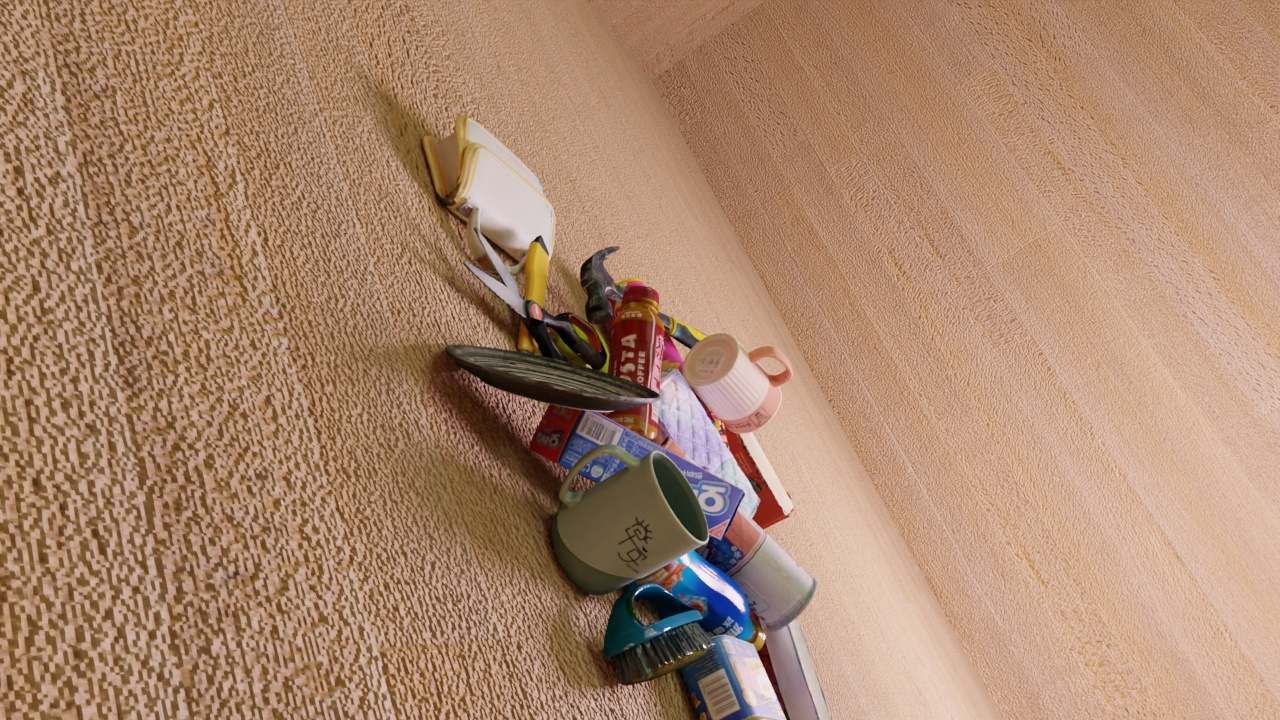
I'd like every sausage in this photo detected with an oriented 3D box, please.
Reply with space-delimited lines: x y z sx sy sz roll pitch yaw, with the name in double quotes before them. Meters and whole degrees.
"sausage" 0.132 0.320 1.009 0.020 0.020 0.155 45 20 -41

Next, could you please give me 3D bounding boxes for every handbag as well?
"handbag" -0.148 -0.157 0.975 0.163 0.063 0.178 36 31 -53
"handbag" 0.052 0.112 1.042 0.194 0.076 0.134 60 28 -3

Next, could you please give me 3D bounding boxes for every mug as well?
"mug" -0.019 0.123 0.735 0.112 0.106 0.082 55 16 -14
"mug" 0.123 0.021 1.106 0.106 0.115 0.081 45 28 -39

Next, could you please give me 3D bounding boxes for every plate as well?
"plate" 0.167 0.328 1.028 0.265 0.034 0.162 -103 169 -52
"plate" -0.073 0.018 0.748 0.179 0.024 0.179 13 5 -1

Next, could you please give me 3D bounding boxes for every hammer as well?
"hammer" 0.048 -0.040 1.146 0.323 0.032 0.126 29 39 -38

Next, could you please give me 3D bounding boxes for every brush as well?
"brush" 0.011 0.218 0.745 0.073 0.055 0.143 64 16 17

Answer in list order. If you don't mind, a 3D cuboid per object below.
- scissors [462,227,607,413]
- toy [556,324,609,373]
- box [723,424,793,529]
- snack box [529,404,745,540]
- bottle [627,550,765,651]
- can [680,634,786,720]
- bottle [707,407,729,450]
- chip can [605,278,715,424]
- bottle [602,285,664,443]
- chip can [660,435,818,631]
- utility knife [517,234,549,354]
"scissors" -0.093 -0.026 0.892 0.226 0.022 0.197 16 60 -61
"toy" -0.062 -0.015 1.018 0.097 0.031 0.100 56 18 -19
"box" 0.156 0.154 1.304 0.168 0.077 0.091 61 16 6
"snack box" 0.002 0.099 0.825 0.207 0.057 0.058 30 -8 -34
"bottle" 0.057 0.222 0.865 0.218 0.065 0.065 46 19 -38
"can" 0.083 0.299 0.822 0.102 0.057 0.083 39 22 -52
"bottle" 0.089 0.122 1.193 0.066 0.067 0.149 26 42 -64
"chip can" 0.018 0.002 1.165 0.210 0.071 0.071 63 15 15
"bottle" -0.006 0.006 0.963 0.057 0.058 0.174 40 48 -50
"chip can" 0.081 0.175 0.939 0.214 0.071 0.071 45 15 -1
"utility knife" -0.111 -0.062 0.930 0.033 0.015 0.167 52 31 -45
